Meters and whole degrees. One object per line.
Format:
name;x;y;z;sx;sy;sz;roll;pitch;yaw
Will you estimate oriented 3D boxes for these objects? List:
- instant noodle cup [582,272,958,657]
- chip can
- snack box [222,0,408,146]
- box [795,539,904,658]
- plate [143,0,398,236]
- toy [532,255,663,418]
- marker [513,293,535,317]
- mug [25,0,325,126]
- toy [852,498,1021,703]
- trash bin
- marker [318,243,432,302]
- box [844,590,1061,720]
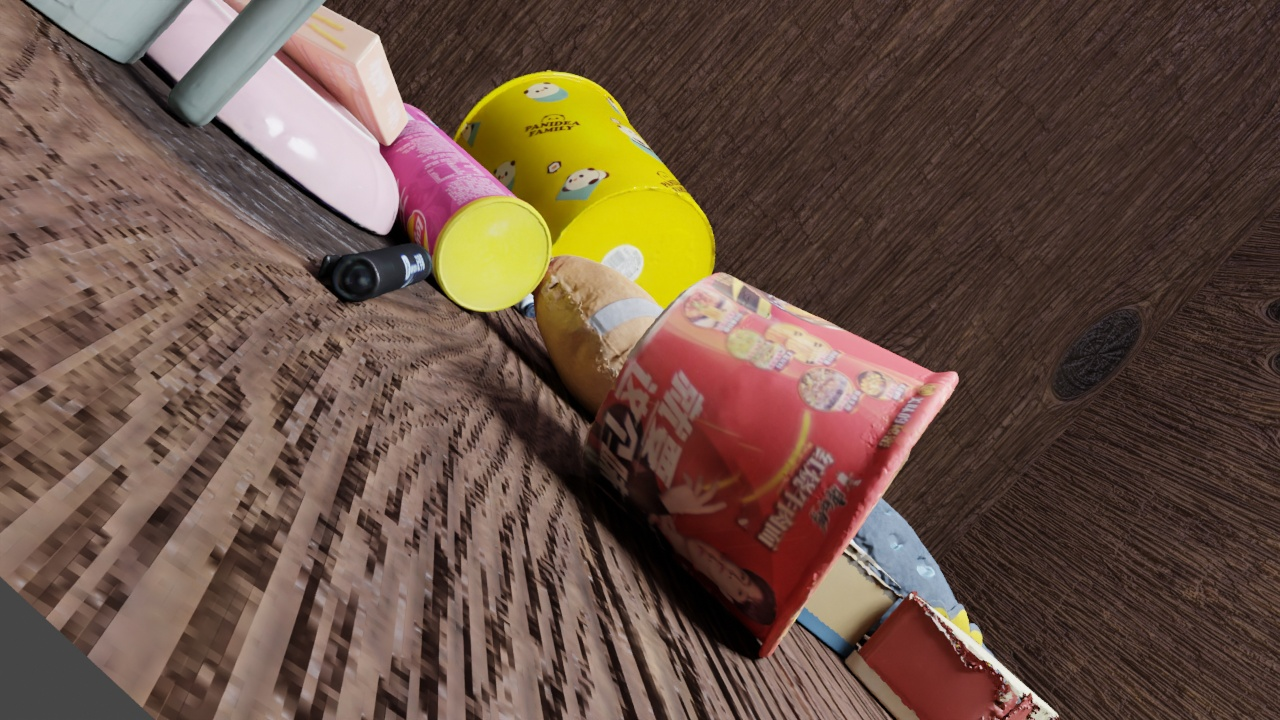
instant noodle cup;0.048;0.037;0.387;0.108;0.138;0.138;34;0;17
chip can;-0.133;-0.108;0.605;0.071;0.071;0.210;41;3;-42
snack box;-0.224;-0.200;0.575;0.157;0.026;0.084;29;-19;8
box;0.081;0.103;0.547;0.184;0.059;0.090;44;2;-24
plate;-0.204;-0.147;0.506;0.192;0.039;0.192;43;2;-2
toy;-0.004;0.004;0.637;0.143;0.082;0.226;59;3;12
marker;-0.126;-0.075;0.815;0.022;0.018;0.131;28;11;-45
mug;-0.187;-0.169;0.361;0.124;0.103;0.083;44;2;-5
toy;0.156;0.138;0.724;0.356;0.091;0.138;45;3;25
trash bin;-0.061;-0.150;0.966;0.229;0.230;0.255;41;9;-43
marker;-0.108;-0.038;0.388;0.022;0.020;0.132;13;7;-6
box;0.203;0.200;0.562;0.091;0.077;0.168;44;3;39
